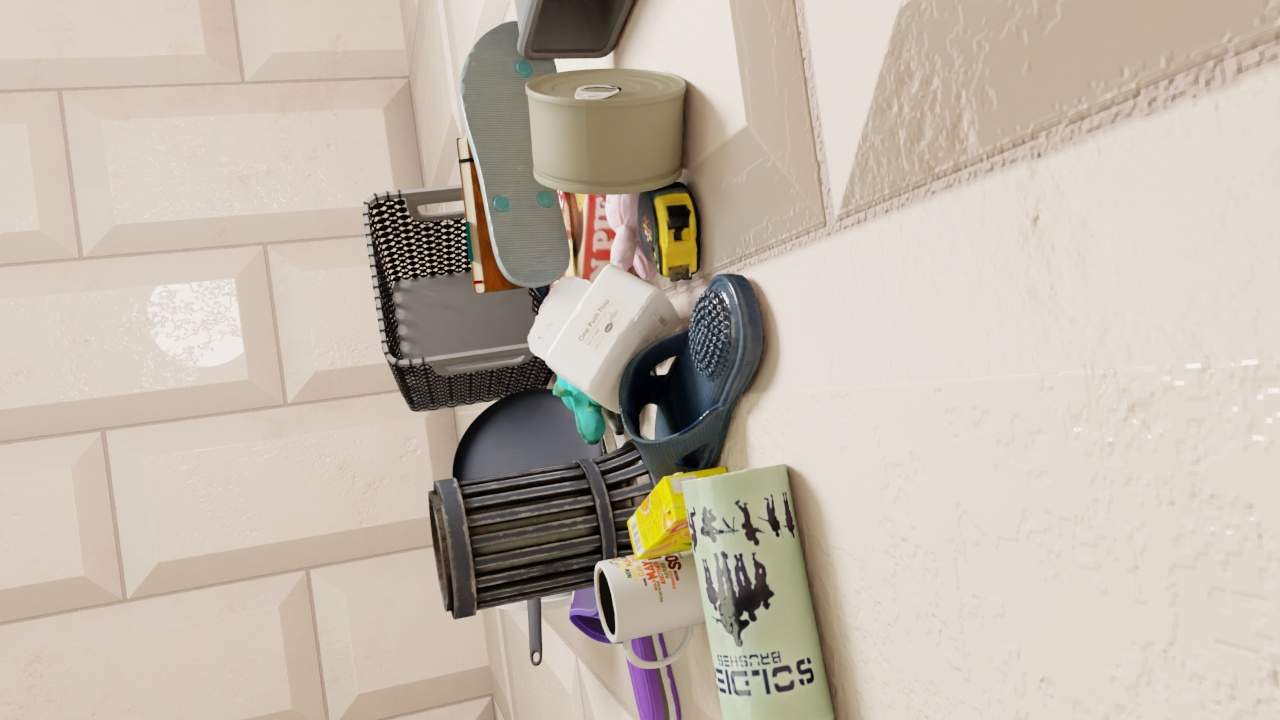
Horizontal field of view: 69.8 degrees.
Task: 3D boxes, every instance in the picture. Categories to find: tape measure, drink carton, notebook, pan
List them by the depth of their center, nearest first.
[{"bbox_3d":[0.023,-0.111,0.762,0.071,0.042,0.072,-117,20,-60],"label":"tape measure"},{"bbox_3d":[0.034,0.134,0.803,0.135,0.058,0.043,119,140,-61],"label":"drink carton"},{"bbox_3d":[-0.140,-0.172,1.050,0.248,0.014,0.178,-21,-74,-68],"label":"notebook"},{"bbox_3d":[-0.132,0.190,1.108,0.021,0.199,0.355,64,-165,-55],"label":"pan"}]

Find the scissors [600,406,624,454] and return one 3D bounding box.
[{"bbox_3d":[-0.045,0.064,1.104,0.158,0.012,0.162,-176,79,-71],"label":"scissors"}]

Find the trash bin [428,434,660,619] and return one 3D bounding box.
[{"bbox_3d":[-0.095,0.176,0.948,0.164,0.227,0.164,172,91,-73],"label":"trash bin"}]

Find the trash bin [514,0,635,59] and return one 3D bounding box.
[{"bbox_3d":[-0.068,-0.420,0.831,0.192,0.097,0.219,140,122,-70],"label":"trash bin"}]

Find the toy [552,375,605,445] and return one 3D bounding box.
[{"bbox_3d":[-0.067,0.027,1.027,0.193,0.072,0.131,-126,44,-69],"label":"toy"}]

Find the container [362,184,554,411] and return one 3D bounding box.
[{"bbox_3d":[-0.243,-0.079,1.298,0.244,0.247,0.245,116,143,-67],"label":"container"}]

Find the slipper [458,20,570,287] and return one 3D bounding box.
[{"bbox_3d":[-0.127,-0.199,0.898,0.055,0.098,0.268,152,114,-67],"label":"slipper"}]

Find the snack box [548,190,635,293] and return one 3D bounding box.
[{"bbox_3d":[-0.046,-0.127,0.920,0.113,0.060,0.237,-126,38,-57],"label":"snack box"}]

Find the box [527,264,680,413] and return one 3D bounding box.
[{"bbox_3d":[-0.049,-0.035,0.816,0.137,0.108,0.128,34,177,20],"label":"box"}]

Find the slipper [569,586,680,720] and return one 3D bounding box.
[{"bbox_3d":[-0.035,0.296,1.050,0.107,0.084,0.266,108,149,-55],"label":"slipper"}]

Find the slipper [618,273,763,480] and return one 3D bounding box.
[{"bbox_3d":[0.025,0.024,0.749,0.264,0.082,0.101,110,150,-55],"label":"slipper"}]

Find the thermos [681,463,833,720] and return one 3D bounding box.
[{"bbox_3d":[0.083,0.192,0.636,0.082,0.082,0.231,148,113,-71],"label":"thermos"}]

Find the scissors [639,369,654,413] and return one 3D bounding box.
[{"bbox_3d":[-0.005,0.012,0.944,0.124,0.019,0.157,-127,35,-55],"label":"scissors"}]

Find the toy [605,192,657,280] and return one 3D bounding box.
[{"bbox_3d":[-0.007,-0.127,0.818,0.063,0.047,0.110,30,-124,-63],"label":"toy"}]

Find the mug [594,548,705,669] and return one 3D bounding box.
[{"bbox_3d":[0.012,0.234,0.862,0.074,0.089,0.105,142,119,-71],"label":"mug"}]

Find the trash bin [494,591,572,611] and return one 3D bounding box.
[{"bbox_3d":[-0.153,0.207,1.257,0.195,0.195,0.200,-149,63,-69],"label":"trash bin"}]

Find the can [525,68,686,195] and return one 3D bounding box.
[{"bbox_3d":[-0.027,-0.188,0.745,0.127,0.127,0.073,-126,31,-57],"label":"can"}]

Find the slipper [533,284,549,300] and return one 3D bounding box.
[{"bbox_3d":[-0.097,-0.183,1.010,0.095,0.105,0.253,-135,42,-69],"label":"slipper"}]
